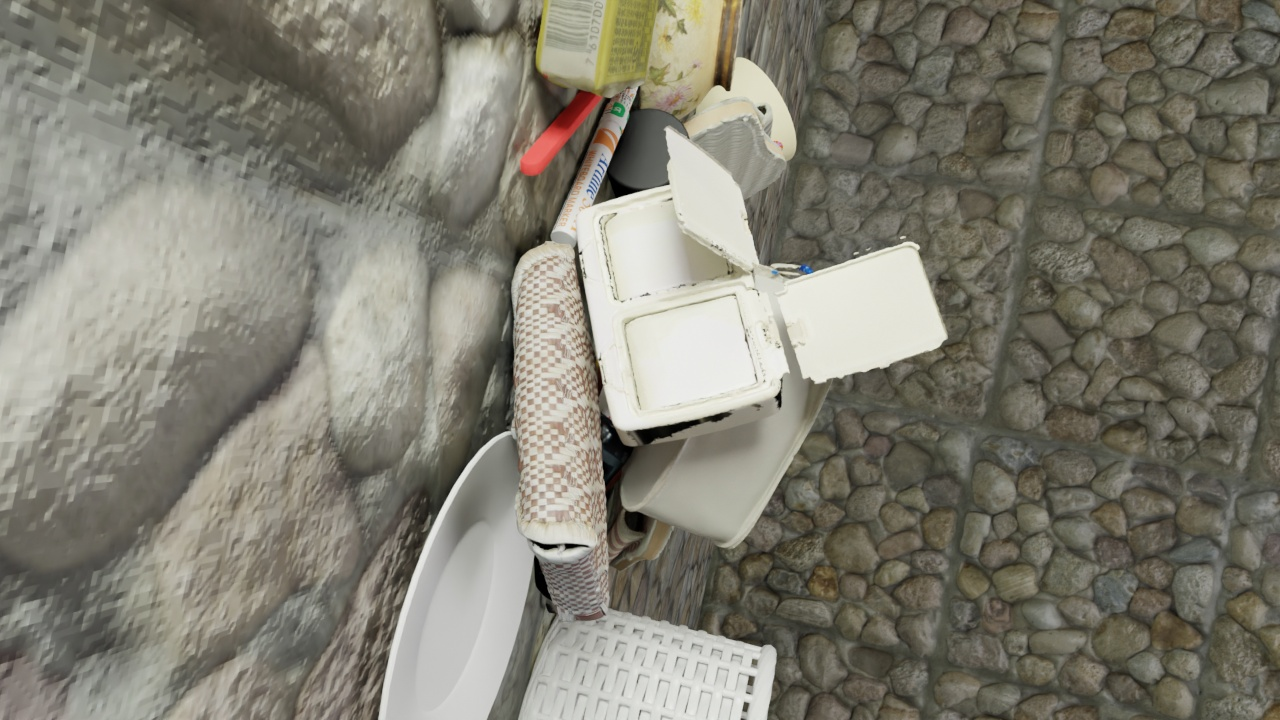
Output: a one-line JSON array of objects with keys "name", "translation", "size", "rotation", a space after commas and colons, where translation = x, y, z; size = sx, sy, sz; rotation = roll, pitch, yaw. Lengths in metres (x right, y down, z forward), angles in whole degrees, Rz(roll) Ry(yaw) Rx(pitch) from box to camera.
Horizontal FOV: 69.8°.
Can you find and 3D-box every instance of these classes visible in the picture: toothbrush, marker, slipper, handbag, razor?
[{"name": "toothbrush", "translation": [-0.031, -0.155, 0.558], "size": [0.211, 0.012, 0.018], "rotation": [-66, 163, -51]}, {"name": "marker", "translation": [-0.027, -0.130, 0.591], "size": [0.017, 0.017, 0.145], "rotation": [86, 19, -56]}, {"name": "slipper", "translation": [-0.008, 0.139, 0.840], "size": [0.263, 0.052, 0.114], "rotation": [119, -10, -68]}, {"name": "handbag", "translation": [0.055, 0.017, 0.637], "size": [0.201, 0.093, 0.199], "rotation": [-64, -164, 18]}, {"name": "razor", "translation": [-0.041, 0.096, 0.619], "size": [0.063, 0.053, 0.141], "rotation": [-4, 115, -38]}, {"name": "slipper", "translation": [0.073, -0.183, 0.816], "size": [0.054, 0.114, 0.272], "rotation": [60, 12, 6]}, {"name": "handbag", "translation": [-0.046, 0.039, 0.509], "size": [0.124, 0.047, 0.185], "rotation": [82, 2, -58]}]

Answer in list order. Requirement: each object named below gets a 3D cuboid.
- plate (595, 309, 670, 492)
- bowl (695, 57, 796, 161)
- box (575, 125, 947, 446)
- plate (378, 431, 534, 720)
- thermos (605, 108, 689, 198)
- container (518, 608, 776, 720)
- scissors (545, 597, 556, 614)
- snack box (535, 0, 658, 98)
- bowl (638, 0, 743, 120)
[{"name": "plate", "translation": [-0.004, 0.005, 0.729], "size": [0.229, 0.021, 0.230], "rotation": [-56, 162, -31]}, {"name": "bowl", "translation": [0.095, -0.240, 0.948], "size": [0.074, 0.118, 0.118], "rotation": [-33, 158, -8]}, {"name": "box", "translation": [0.055, -0.052, 0.479], "size": [0.099, 0.184, 0.143], "rotation": [66, 10, -67]}, {"name": "plate", "translation": [-0.098, 0.140, 0.506], "size": [0.208, 0.015, 0.208], "rotation": [12, 89, -80]}, {"name": "thermos", "translation": [0.018, -0.115, 0.730], "size": [0.231, 0.061, 0.061], "rotation": [63, 40, -74]}, {"name": "container", "translation": [0.006, 0.318, 0.784], "size": [0.189, 0.187, 0.189], "rotation": [12, 89, -80]}, {"name": "scissors", "translation": [-0.059, 0.126, 0.715], "size": [0.157, 0.012, 0.171], "rotation": [-55, 153, -66]}, {"name": "snack box", "translation": [-0.014, -0.234, 0.482], "size": [0.121, 0.045, 0.181], "rotation": [-58, 160, -67]}, {"name": "bowl", "translation": [0.040, -0.237, 0.672], "size": [0.145, 0.063, 0.145], "rotation": [11, 88, -86]}]
